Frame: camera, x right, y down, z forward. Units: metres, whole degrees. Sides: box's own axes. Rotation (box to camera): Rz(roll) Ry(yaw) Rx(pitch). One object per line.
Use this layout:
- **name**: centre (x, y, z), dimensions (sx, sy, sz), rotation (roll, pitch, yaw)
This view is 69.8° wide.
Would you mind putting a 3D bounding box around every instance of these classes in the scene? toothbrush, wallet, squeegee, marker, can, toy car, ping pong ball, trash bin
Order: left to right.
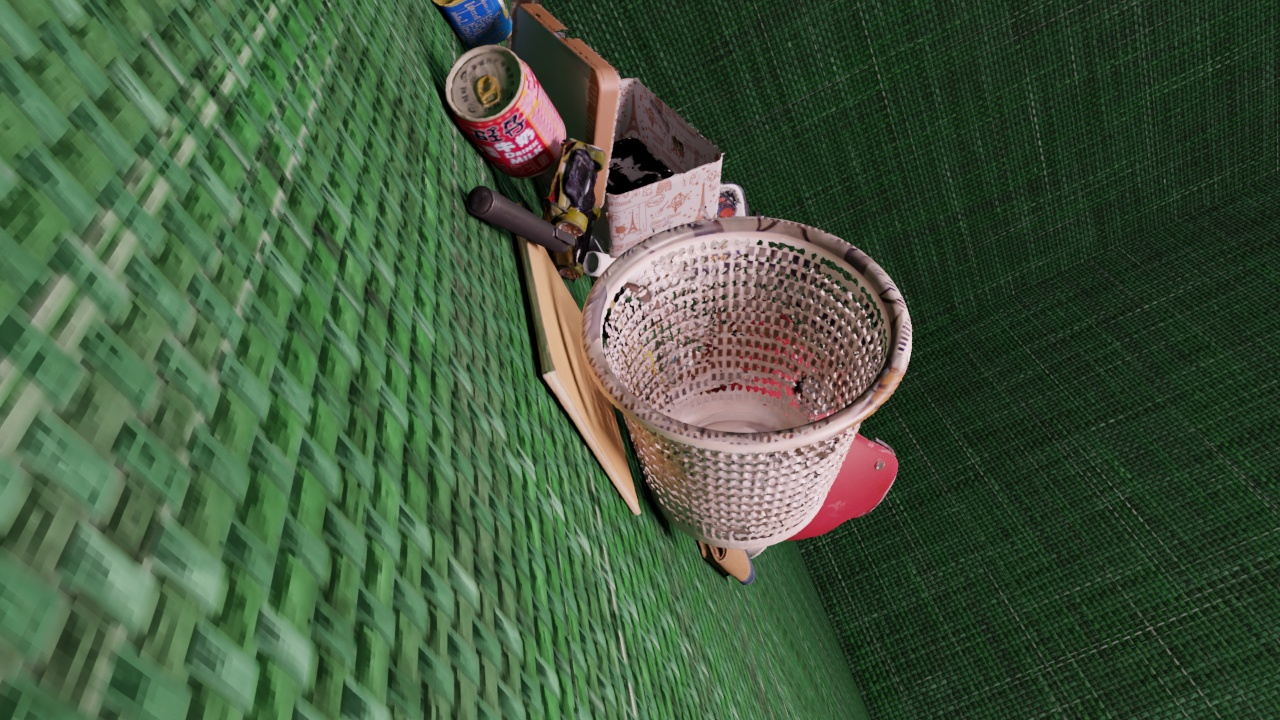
- **can**: centre (-0.166, -0.354, 0.859), dimensions (0.083, 0.057, 0.102), rotation (53, 14, -73)
- **can**: centre (-0.100, -0.185, 0.689), dimensions (0.094, 0.066, 0.066), rotation (47, 19, -71)
- **marker**: centre (-0.079, -0.094, 0.632), dimensions (0.132, 0.022, 0.020), rotation (15, 81, -71)
- **toy car**: centre (-0.056, -0.117, 0.747), dimensions (0.158, 0.042, 0.070), rotation (98, 6, -69)
- **toothbrush**: centre (-0.031, -0.083, 1.063), dimensions (0.027, 0.026, 0.213), rotation (57, 0, 34)
- **ping pong ball**: centre (-0.005, 0.005, 0.860), dimensions (0.040, 0.040, 0.040), rotation (63, 7, -14)
- **toothbrush**: centre (0.011, -0.097, 1.052), dimensions (0.027, 0.026, 0.220), rotation (36, 18, 32)
- **squeegee**: centre (0.015, -0.059, 1.200), dimensions (0.247, 0.040, 0.249), rotation (34, 0, -11)
- **wallet**: centre (0.078, 0.177, 0.927), dimensions (0.090, 0.033, 0.115), rotation (65, 6, 30)
- **trash bin**: centre (0.076, 0.033, 0.699), dimensions (0.192, 0.227, 0.227), rotation (85, -11, -47)

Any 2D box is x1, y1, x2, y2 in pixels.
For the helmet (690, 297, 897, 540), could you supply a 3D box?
- **helmet**: centre (0.117, 0.073, 0.896), dimensions (0.240, 0.143, 0.207), rotation (59, -17, 0)

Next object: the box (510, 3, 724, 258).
- **box**: centre (-0.029, -0.232, 0.865), dimensions (0.183, 0.156, 0.194), rotation (50, -28, 36)

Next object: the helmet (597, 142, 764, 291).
- **helmet**: centre (0.016, -0.176, 1.158), dimensions (0.230, 0.157, 0.274), rotation (27, -2, 30)

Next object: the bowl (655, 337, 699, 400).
- **bowl**: centre (0.064, 0.020, 1.163), dimensions (0.116, 0.066, 0.116), rotation (22, 3, -1)

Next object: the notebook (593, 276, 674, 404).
- **notebook**: centre (0.015, 0.015, 0.995), dimensions (0.208, 0.008, 0.147), rotation (57, 4, -28)

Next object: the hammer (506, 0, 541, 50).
- **hammer**: centre (-0.110, -0.335, 1.078), dimensions (0.324, 0.032, 0.126), rotation (84, 16, -71)

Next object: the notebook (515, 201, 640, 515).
- **notebook**: centre (-0.050, -0.006, 0.677), dimensions (0.211, 0.012, 0.149), rotation (-108, 172, -50)

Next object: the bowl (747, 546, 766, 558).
- **bowl**: centre (0.107, 0.156, 1.028), dimensions (0.064, 0.118, 0.118), rotation (21, 22, -16)

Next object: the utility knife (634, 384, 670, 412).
- **utility knife**: centre (0.029, 0.061, 1.023), dimensions (0.034, 0.018, 0.204), rotation (60, 4, 25)
